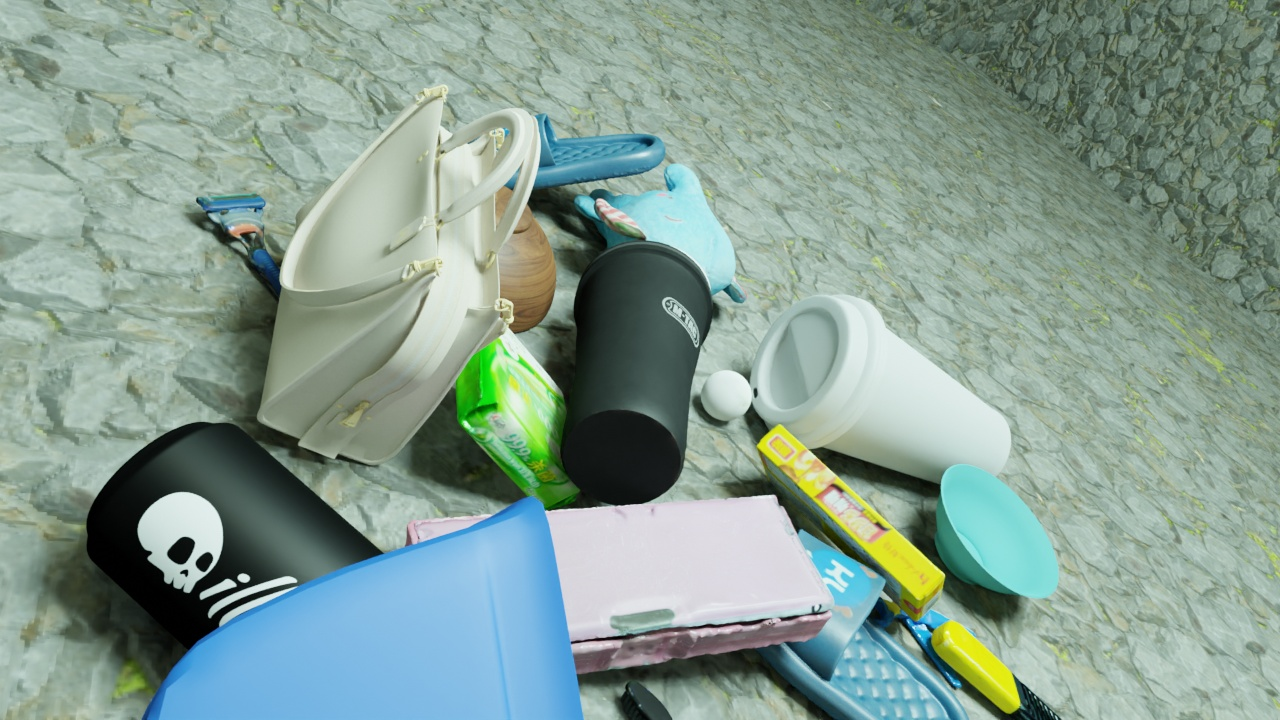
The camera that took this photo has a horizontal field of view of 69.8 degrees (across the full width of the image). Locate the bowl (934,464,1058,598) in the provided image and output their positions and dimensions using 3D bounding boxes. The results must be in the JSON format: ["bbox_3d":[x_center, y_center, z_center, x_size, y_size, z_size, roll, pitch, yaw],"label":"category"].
[{"bbox_3d":[0.277,0.148,0.749,0.121,0.046,0.121,22,41,-21],"label":"bowl"}]

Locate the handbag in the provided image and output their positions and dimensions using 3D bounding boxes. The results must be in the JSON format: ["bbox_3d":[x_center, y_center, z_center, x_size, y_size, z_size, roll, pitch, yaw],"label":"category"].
[{"bbox_3d":[-0.123,-0.069,0.520,0.101,0.198,0.194,29,35,-35],"label":"handbag"}]

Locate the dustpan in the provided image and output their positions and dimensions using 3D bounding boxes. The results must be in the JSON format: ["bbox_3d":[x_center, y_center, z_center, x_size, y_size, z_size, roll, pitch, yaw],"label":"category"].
[{"bbox_3d":[-0.139,0.176,0.284,0.257,0.060,0.245,-1,66,-28],"label":"dustpan"}]

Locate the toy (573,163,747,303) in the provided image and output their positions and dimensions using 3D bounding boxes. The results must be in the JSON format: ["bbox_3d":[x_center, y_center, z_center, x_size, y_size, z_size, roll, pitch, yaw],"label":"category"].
[{"bbox_3d":[0.018,-0.121,0.835,0.183,0.115,0.180,22,21,-38],"label":"toy"}]

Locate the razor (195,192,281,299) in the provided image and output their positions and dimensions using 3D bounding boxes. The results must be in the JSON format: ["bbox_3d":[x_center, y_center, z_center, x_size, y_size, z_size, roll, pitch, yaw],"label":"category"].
[{"bbox_3d":[-0.238,-0.056,0.592,0.043,0.018,0.141,-16,61,-48],"label":"razor"}]

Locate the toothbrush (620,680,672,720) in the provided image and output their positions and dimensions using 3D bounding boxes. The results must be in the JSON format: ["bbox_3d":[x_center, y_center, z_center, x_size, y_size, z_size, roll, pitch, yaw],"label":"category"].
[{"bbox_3d":[0.052,0.241,0.466,0.188,0.017,0.014,48,38,16],"label":"toothbrush"}]

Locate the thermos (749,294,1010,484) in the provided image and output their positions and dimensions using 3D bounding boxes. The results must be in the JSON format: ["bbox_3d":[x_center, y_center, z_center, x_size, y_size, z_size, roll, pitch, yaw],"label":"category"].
[{"bbox_3d":[0.212,0.039,0.782,0.221,0.132,0.131,25,32,-28],"label":"thermos"}]

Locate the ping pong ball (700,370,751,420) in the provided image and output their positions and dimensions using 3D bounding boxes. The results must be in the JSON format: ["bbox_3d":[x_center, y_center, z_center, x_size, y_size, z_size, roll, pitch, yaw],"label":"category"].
[{"bbox_3d":[0.068,0.028,0.733,0.040,0.040,0.040,23,34,-17],"label":"ping pong ball"}]

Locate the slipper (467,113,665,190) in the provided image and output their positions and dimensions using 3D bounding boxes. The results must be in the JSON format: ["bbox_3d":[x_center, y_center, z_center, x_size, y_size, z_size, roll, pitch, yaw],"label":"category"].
[{"bbox_3d":[-0.084,-0.191,0.816,0.213,0.059,0.103,-5,27,-7],"label":"slipper"}]

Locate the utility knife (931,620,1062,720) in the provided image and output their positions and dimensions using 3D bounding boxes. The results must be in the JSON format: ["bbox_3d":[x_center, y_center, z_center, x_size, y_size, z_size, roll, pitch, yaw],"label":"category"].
[{"bbox_3d":[0.283,0.256,0.641,0.198,0.020,0.028,42,39,3],"label":"utility knife"}]

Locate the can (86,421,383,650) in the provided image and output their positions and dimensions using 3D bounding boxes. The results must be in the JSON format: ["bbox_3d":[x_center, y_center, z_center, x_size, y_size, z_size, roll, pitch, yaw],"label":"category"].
[{"bbox_3d":[-0.159,0.098,0.398,0.146,0.080,0.080,39,32,7],"label":"can"}]

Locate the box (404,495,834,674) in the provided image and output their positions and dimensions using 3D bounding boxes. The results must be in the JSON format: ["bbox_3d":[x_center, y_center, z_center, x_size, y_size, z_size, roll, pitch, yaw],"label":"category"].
[{"bbox_3d":[-0.008,0.120,0.505,0.232,0.041,0.098,1,45,-24],"label":"box"}]

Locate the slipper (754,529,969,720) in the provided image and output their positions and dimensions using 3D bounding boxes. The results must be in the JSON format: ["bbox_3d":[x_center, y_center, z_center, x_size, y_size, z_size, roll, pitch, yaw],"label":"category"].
[{"bbox_3d":[0.127,0.172,0.580,0.213,0.059,0.103,45,36,15],"label":"slipper"}]

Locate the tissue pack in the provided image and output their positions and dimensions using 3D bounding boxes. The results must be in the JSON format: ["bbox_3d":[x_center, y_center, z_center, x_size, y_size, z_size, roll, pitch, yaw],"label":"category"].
[{"bbox_3d":[-0.078,0.027,0.566,0.114,0.034,0.099,54,13,-42],"label":"tissue pack"}]

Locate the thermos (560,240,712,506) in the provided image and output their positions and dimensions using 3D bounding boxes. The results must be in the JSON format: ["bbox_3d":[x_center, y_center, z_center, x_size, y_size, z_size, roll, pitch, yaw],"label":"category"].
[{"bbox_3d":[-0.004,0.004,0.623,0.106,0.106,0.218,27,28,-11],"label":"thermos"}]

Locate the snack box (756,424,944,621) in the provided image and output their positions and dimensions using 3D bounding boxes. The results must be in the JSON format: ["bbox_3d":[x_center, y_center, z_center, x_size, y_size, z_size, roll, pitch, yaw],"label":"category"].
[{"bbox_3d":[0.146,0.114,0.646,0.152,0.025,0.075,44,-9,29],"label":"snack box"}]

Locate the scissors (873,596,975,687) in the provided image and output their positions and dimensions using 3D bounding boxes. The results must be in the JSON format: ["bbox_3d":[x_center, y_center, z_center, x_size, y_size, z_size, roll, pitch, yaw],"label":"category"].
[{"bbox_3d":[0.194,0.179,0.676,0.125,0.016,0.125,26,38,-14],"label":"scissors"}]

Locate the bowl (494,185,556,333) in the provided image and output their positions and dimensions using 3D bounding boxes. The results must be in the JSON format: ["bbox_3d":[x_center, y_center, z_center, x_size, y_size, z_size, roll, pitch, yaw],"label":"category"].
[{"bbox_3d":[-0.122,-0.095,0.698,0.147,0.069,0.147,23,34,-17],"label":"bowl"}]

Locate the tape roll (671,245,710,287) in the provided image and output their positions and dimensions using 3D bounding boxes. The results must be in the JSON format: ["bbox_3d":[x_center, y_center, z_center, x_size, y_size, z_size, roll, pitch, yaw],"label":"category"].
[{"bbox_3d":[0.009,-0.048,0.730,0.094,0.094,0.019,28,33,-10],"label":"tape roll"}]
